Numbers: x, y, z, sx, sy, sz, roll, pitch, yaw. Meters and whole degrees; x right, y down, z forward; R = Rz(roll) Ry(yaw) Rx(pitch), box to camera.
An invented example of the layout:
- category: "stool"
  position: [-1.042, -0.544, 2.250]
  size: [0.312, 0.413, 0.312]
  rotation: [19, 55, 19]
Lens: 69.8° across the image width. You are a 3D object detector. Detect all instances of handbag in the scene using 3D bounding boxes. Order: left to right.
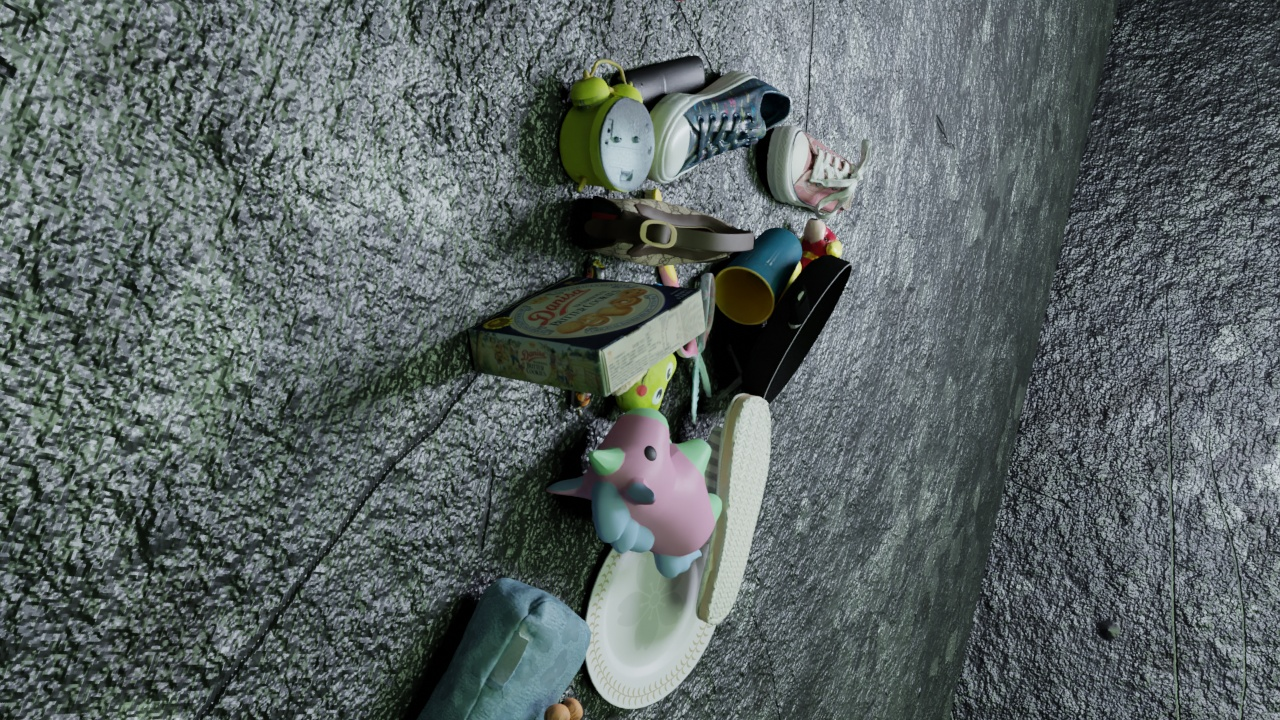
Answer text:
- category: "handbag"
  position: [-0.112, 0.295, 0.791]
  size: [0.191, 0.119, 0.122]
  rotation: [-58, 141, -20]
- category: "handbag"
  position: [0.028, -0.118, 0.852]
  size: [0.166, 0.138, 0.063]
  rotation: [2, 96, -46]

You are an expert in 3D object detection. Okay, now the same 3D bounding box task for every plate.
- category: "plate"
  position: [0.018, 0.276, 1.051]
  size: [0.241, 0.016, 0.243]
  rotation: [-13, 108, -45]

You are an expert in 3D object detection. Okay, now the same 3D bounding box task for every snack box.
- category: "snack box"
  position: [-0.044, -0.025, 0.770]
  size: [0.144, 0.145, 0.043]
  rotation: [-34, 124, -47]

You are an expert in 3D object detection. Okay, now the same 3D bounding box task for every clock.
- category: "clock"
  position: [-0.028, -0.207, 0.820]
  size: [0.083, 0.057, 0.119]
  rotation: [-9, 108, -54]

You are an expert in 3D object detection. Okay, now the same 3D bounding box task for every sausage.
- category: "sausage"
  position: [-0.049, -0.023, 0.877]
  size: [0.020, 0.020, 0.155]
  rotation: [-1, 100, -56]

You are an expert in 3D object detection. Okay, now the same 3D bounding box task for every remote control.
- category: "remote control"
  position: [0.024, -0.274, 0.911]
  size: [0.151, 0.020, 0.041]
  rotation: [-36, 127, -50]

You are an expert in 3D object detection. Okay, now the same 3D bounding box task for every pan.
- category: "pan"
  position: [0.172, -0.047, 1.041]
  size: [0.204, 0.044, 0.355]
  rotation: [-58, 165, 0]

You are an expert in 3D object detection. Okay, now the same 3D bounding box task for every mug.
- category: "mug"
  position: [0.146, -0.106, 1.099]
  size: [0.121, 0.078, 0.078]
  rotation: [-50, 137, -44]

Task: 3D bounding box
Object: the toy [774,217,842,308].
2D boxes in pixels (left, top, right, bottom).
- category: "toy"
  position: [0.219, -0.114, 1.217]
  size: [0.137, 0.067, 0.105]
  rotation: [-59, 150, -14]

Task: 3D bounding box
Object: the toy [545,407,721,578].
- category: "toy"
  position: [0.012, 0.147, 0.928]
  size: [0.170, 0.120, 0.222]
  rotation: [-48, 130, -47]

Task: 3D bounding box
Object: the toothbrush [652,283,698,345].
- category: "toothbrush"
  position: [0.040, -0.051, 1.003]
  size: [0.135, 0.022, 0.017]
  rotation: [52, 47, -54]

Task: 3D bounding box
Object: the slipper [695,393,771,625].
- category: "slipper"
  position: [0.099, 0.172, 1.066]
  size: [0.114, 0.054, 0.273]
  rotation: [0, 99, -53]

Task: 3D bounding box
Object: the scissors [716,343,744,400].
- category: "scissors"
  position: [0.138, 0.014, 1.175]
  size: [0.174, 0.014, 0.142]
  rotation: [-48, 139, -40]

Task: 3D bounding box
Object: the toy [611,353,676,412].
- category: "toy"
  position: [-0.006, 0.005, 0.930]
  size: [0.118, 0.043, 0.092]
  rotation: [45, 64, -50]

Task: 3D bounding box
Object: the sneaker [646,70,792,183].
- category: "sneaker"
  position: [0.080, -0.235, 0.940]
  size: [0.234, 0.079, 0.088]
  rotation: [-41, 145, -46]

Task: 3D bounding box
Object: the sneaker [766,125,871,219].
- category: "sneaker"
  position: [0.239, -0.237, 1.181]
  size: [0.240, 0.088, 0.118]
  rotation: [8, 93, -57]

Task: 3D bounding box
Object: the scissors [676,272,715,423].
- category: "scissors"
  position: [0.067, -0.024, 1.026]
  size: [0.171, 0.014, 0.168]
  rotation: [66, 34, -48]

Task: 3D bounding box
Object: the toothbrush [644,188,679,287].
- category: "toothbrush"
  position: [0.023, -0.120, 0.963]
  size: [0.021, 0.016, 0.136]
  rotation: [-49, 139, -39]
